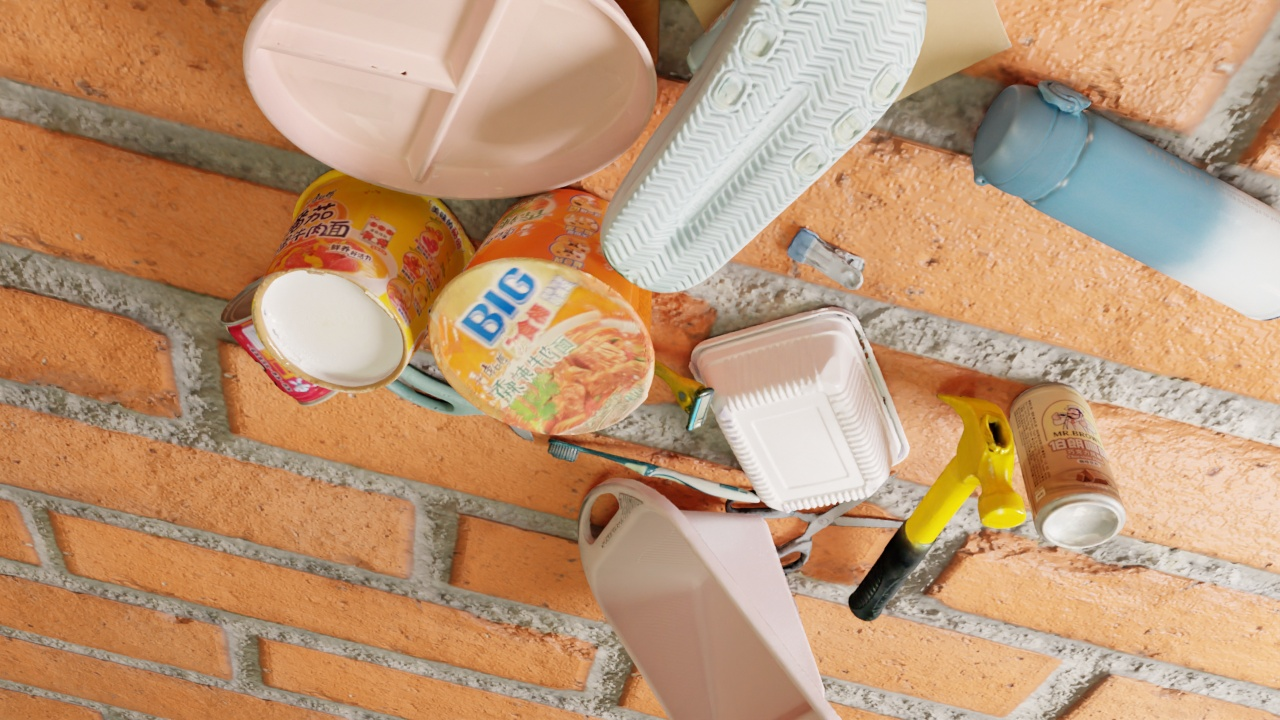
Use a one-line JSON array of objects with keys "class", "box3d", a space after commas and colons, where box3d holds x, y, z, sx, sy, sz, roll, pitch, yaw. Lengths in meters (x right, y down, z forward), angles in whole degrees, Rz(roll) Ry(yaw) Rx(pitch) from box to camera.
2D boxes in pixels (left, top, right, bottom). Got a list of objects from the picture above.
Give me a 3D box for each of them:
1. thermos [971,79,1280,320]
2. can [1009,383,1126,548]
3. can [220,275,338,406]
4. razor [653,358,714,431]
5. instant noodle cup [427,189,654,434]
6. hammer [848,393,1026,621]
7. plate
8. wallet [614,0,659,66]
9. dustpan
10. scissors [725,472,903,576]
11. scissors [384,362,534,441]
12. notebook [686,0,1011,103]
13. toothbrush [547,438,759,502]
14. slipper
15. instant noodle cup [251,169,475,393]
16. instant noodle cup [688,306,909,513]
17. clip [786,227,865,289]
[{"class": "thermos", "box3d": [0.303, -0.096, 0.552, 0.220, 0.070, 0.070, 24, 131, -11]}, {"class": "can", "box3d": [0.307, 0.075, 0.667, 0.058, 0.116, 0.059, 5, 132, 5]}, {"class": "can", "box3d": [-0.275, -0.017, 0.727, 0.067, 0.066, 0.094, -15, 127, 22]}, {"class": "razor", "box3d": [-0.004, 0.004, 0.706, 0.132, 0.028, 0.043, 29, 140, 15]}, {"class": "instant noodle cup", "box3d": [-0.057, -0.039, 0.636, 0.151, 0.111, 0.152, 5, 132, 6]}, {"class": "hammer", "box3d": [0.228, 0.139, 0.749, 0.033, 0.128, 0.301, 8, 141, -3]}, {"class": "plate", "box3d": [-0.105, -0.160, 0.531, 0.229, 0.028, 0.230, -2, 160, -1]}, {"class": "wallet", "box3d": [-0.047, -0.233, 0.515, 0.119, 0.035, 0.131, 4, 134, 4]}, {"class": "dustpan", "box3d": [0.033, 0.240, 0.798, 0.138, 0.273, 0.223, 4, 142, -22]}, {"class": "scissors", "box3d": [0.162, 0.148, 0.827, 0.181, 0.014, 0.160, 10, 132, 0]}, {"class": "scissors", "box3d": [-0.149, 0.020, 0.757, 0.181, 0.019, 0.170, 1, 145, 18]}, {"class": "notebook", "box3d": [0.095, -0.228, 0.510, 0.150, 0.012, 0.211, -22, 124, 28]}, {"class": "toothbrush", "box3d": [0.008, 0.097, 0.785, 0.192, 0.018, 0.016, 14, 163, 13]}, {"class": "slipper", "box3d": [0.064, -0.144, 0.534, 0.104, 0.074, 0.246, 29, 116, -24]}, {"class": "instant noodle cup", "box3d": [-0.201, -0.052, 0.654, 0.138, 0.109, 0.138, 5, 131, 5]}, {"class": "instant noodle cup", "box3d": [0.126, 0.051, 0.719, 0.138, 0.060, 0.173, -15, 128, 22]}, {"class": "clip", "box3d": [0.129, -0.069, 0.638, 0.056, 0.027, 0.024, 29, 129, -2]}]
